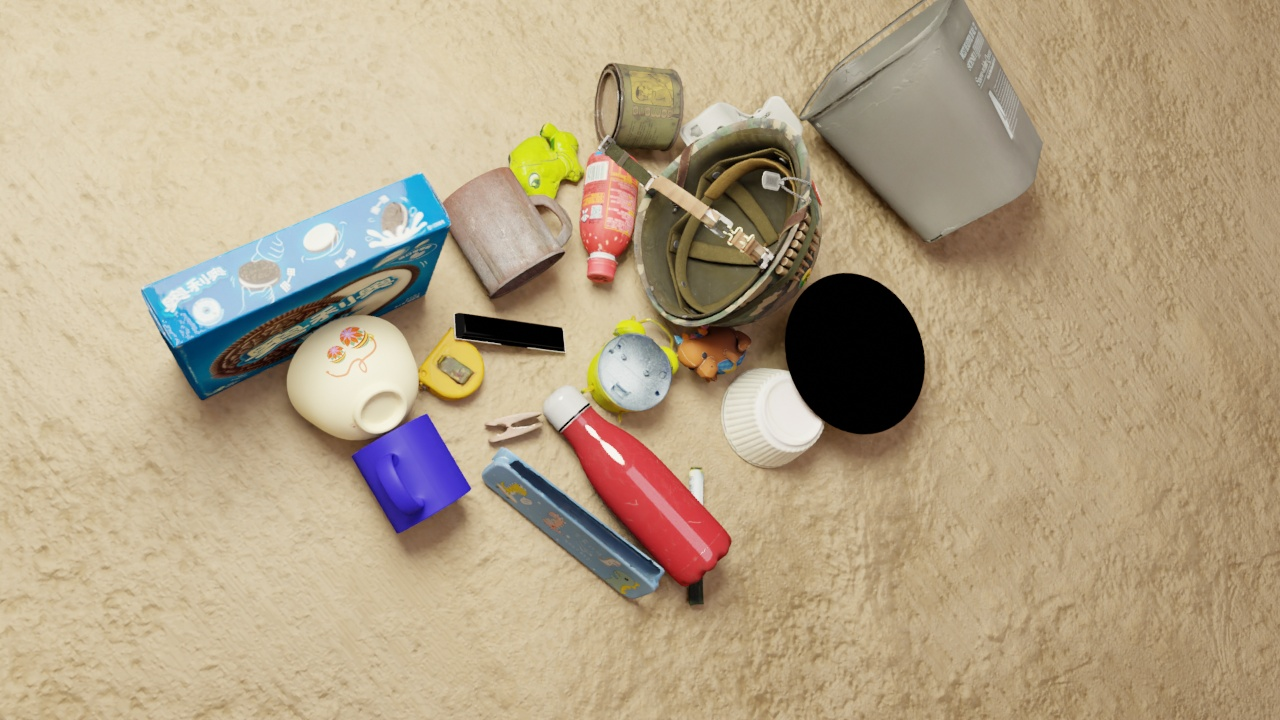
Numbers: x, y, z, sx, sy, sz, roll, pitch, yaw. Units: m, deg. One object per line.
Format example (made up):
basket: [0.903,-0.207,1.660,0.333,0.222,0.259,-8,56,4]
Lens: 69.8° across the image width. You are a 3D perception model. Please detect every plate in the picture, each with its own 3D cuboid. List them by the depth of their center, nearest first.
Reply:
plate: [0.250,-0.012,1.013,0.184,0.036,0.184,4,78,-21]

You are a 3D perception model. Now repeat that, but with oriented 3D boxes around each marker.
marker: [0.060,0.188,0.985,0.017,0.017,0.146,5,78,-21]

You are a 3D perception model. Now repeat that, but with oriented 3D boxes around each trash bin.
trash bin: [0.345,-0.284,1.092,0.220,0.198,0.196,48,44,-14]

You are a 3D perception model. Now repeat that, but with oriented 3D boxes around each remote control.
remote control: [-0.131,-0.029,0.942,0.124,0.012,0.028,7,64,-32]

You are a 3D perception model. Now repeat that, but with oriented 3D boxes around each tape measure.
tape measure: [-0.187,0.011,0.918,0.059,0.030,0.068,37,69,-9]

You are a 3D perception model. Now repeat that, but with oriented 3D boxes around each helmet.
helmet: [0.085,-0.142,0.937,0.235,0.193,0.225,0,122,-45]

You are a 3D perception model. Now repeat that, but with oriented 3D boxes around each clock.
clock: [-0.006,0.006,0.975,0.083,0.057,0.118,40,68,-9]

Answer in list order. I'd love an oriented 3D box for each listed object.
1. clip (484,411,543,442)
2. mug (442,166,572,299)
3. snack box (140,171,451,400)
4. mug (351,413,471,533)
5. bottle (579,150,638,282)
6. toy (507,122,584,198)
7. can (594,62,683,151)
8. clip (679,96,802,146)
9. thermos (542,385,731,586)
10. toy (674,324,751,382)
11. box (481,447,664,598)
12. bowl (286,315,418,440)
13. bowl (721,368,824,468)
clip: [-0.128,0.070,0.932,0.061,0.026,0.049,22,73,-15]
mug: [-0.130,-0.137,0.939,0.122,0.096,0.110,-33,97,-32]
snack box: [-0.291,-0.061,0.800,0.238,0.196,0.056,-29,87,-24]
mug: [-0.214,0.106,0.844,0.079,0.111,0.083,-30,91,1]
bottle: [-0.036,-0.153,0.993,0.062,0.062,0.137,12,76,-19]
toy: [-0.102,-0.212,0.994,0.093,0.036,0.094,-6,83,-30]
can: [-0.004,-0.279,1.015,0.074,0.090,0.089,-1,79,-21]
clip: [0.120,-0.249,1.085,0.150,0.089,0.125,-42,98,-34]
thermos: [-0.010,0.122,0.941,0.073,0.073,0.240,-42,87,-23]
toy: [0.067,-0.025,1.006,0.090,0.071,0.103,-7,59,-47]
box: [-0.070,0.168,0.913,0.210,0.067,0.052,39,75,-10]
bowl: [-0.249,0.028,0.832,0.117,0.074,0.118,-23,131,-29]
bowl: [0.155,0.060,1.024,0.115,0.063,0.115,4,78,-21]
